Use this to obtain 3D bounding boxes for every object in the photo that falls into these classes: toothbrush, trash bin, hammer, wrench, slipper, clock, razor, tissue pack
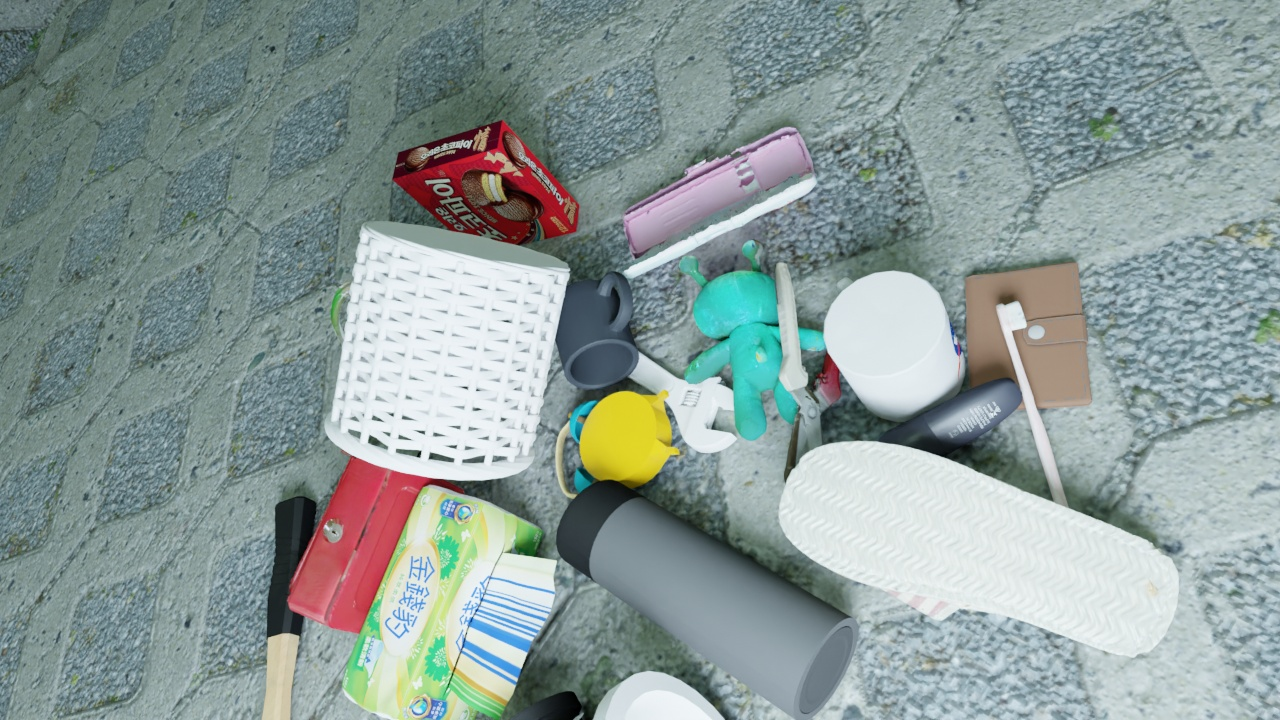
[{"bbox_3d":[0.296,0.038,0.683,0.018,0.015,0.181,-14,66,18],"label":"toothbrush"},{"bbox_3d":[-0.033,0.349,0.624,0.200,0.195,0.195,-37,52,20],"label":"trash bin"},{"bbox_3d":[-0.360,0.295,0.923,0.131,0.039,0.327,-19,56,19],"label":"hammer"},{"bbox_3d":[-0.005,0.005,0.885,0.273,0.018,0.066,33,84,39],"label":"wrench"},{"bbox_3d":[0.230,0.133,0.652,0.263,0.052,0.115,15,88,22],"label":"slipper"},{"bbox_3d":[-0.091,0.313,0.724,0.120,0.091,0.042,-33,63,-6],"label":"clock"},{"bbox_3d":[0.223,0.058,0.701,0.143,0.047,0.052,-33,12,19],"label":"razor"},{"bbox_3d":[-0.145,0.223,0.794,0.142,0.120,0.197,10,77,32],"label":"tissue pack"},{"bbox_3d":[-0.025,0.076,0.835,0.130,0.043,0.099,-24,58,27],"label":"clock"}]

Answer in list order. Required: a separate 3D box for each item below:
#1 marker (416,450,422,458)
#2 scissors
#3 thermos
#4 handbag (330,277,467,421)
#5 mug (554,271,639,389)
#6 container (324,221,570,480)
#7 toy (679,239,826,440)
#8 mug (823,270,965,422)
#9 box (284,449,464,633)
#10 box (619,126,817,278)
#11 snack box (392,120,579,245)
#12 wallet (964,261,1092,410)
[{"bbox_3d":[-0.249,0.163,0.944,0.011,0.011,0.152,5,68,32],"label":"marker"},{"bbox_3d":[0.142,0.005,0.759,0.015,0.184,0.179,-30,88,53],"label":"scissors"},{"bbox_3d":[0.045,0.179,0.722,0.241,0.082,0.082,25,79,37],"label":"thermos"},{"bbox_3d":[-0.241,-0.022,0.933,0.151,0.176,0.074,-46,52,1],"label":"handbag"},{"bbox_3d":[-0.037,-0.035,0.858,0.105,0.071,0.077,-54,41,39],"label":"mug"},{"bbox_3d":[-0.171,-0.013,0.824,0.189,0.189,0.187,21,103,36],"label":"container"},{"bbox_3d":[0.096,-0.023,0.803,0.131,0.072,0.193,-16,56,4],"label":"toy"},{"bbox_3d":[0.196,-0.020,0.735,0.091,0.090,0.121,-38,53,7],"label":"mug"},{"bbox_3d":[-0.263,0.162,0.851,0.156,0.170,0.156,16,73,9],"label":"box"},{"bbox_3d":[0.075,-0.143,0.891,0.202,0.066,0.153,-25,35,17],"label":"box"},{"bbox_3d":[-0.163,-0.180,0.987,0.133,0.152,0.035,-9,61,26],"label":"snack box"},{"bbox_3d":[0.302,-0.019,0.721,0.088,0.013,0.120,-7,64,27],"label":"wallet"}]
